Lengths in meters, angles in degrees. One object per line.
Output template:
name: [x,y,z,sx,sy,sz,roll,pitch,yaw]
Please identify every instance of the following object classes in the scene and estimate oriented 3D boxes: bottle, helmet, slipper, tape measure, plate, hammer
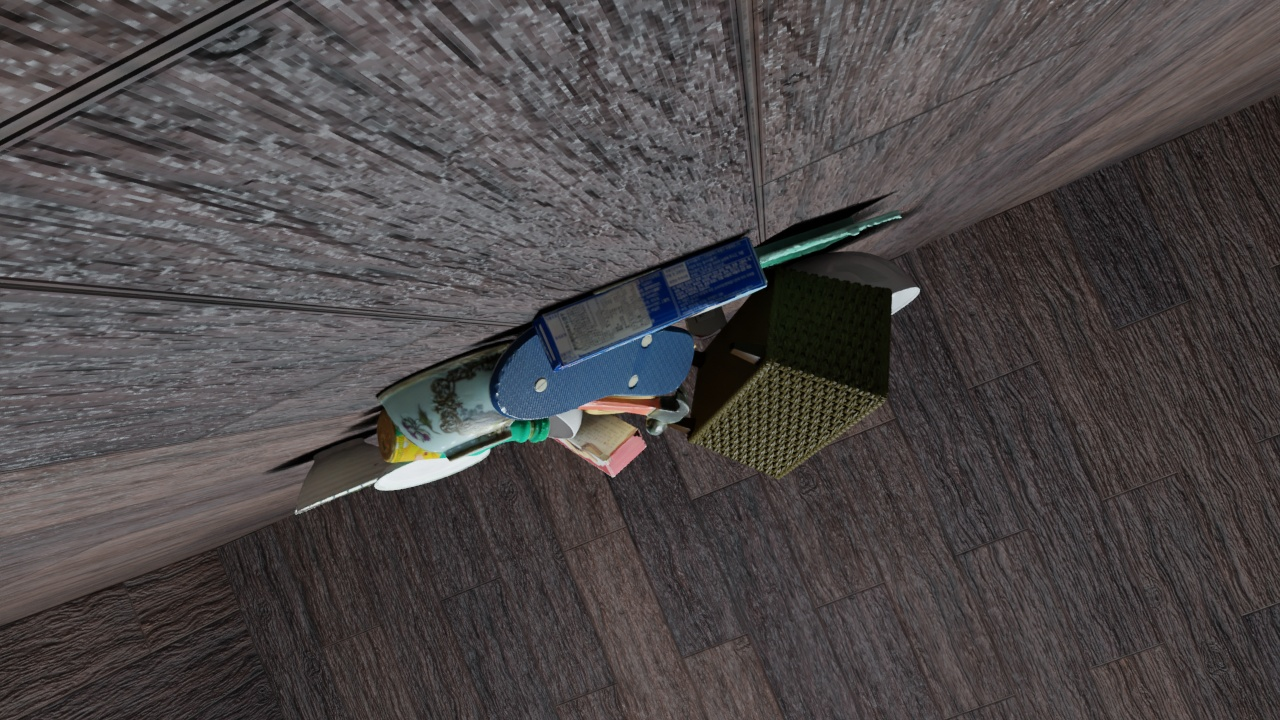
bottle: [-0.215,0.085,1.140,0.209,0.068,0.068,-2,166,-32]
helmet: [0.317,-0.084,1.516,0.283,0.184,0.223,-12,177,23]
slipper: [-0.052,-0.004,0.996,0.294,0.118,0.060,-3,-152,-47]
tape measure: [0.099,-0.068,1.406,0.062,0.060,0.020,-19,177,-8]
plate: [-0.277,0.138,1.219,0.157,0.014,0.157,-19,165,-5]
hammer: [-0.092,0.051,1.142,0.332,0.033,0.133,4,156,-24]

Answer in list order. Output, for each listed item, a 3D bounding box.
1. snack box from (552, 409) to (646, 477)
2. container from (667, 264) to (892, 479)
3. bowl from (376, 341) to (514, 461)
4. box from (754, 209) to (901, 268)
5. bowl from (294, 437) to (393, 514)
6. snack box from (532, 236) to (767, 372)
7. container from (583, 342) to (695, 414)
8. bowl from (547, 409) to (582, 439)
snack box: [-0.104,0.094,1.417,0.076,0.044,0.273,-41,-140,-22]
container: [0.182,0.014,1.305,0.205,0.176,0.322,17,150,-11]
bowl: [-0.188,0.052,0.980,0.160,0.094,0.160,-22,178,-1]
box: [0.204,-0.142,1.100,0.186,0.033,0.137,-21,178,-36]
bowl: [-0.431,0.158,1.346,0.177,0.071,0.177,-22,178,-1]
snack box: [0.011,-0.056,0.894,0.226,0.059,0.059,-22,-178,-17]
container: [-0.008,0.008,1.305,0.167,0.129,0.183,-13,176,-8]
bowl: [-0.145,0.056,1.332,0.132,0.131,0.064,-27,-143,60]
